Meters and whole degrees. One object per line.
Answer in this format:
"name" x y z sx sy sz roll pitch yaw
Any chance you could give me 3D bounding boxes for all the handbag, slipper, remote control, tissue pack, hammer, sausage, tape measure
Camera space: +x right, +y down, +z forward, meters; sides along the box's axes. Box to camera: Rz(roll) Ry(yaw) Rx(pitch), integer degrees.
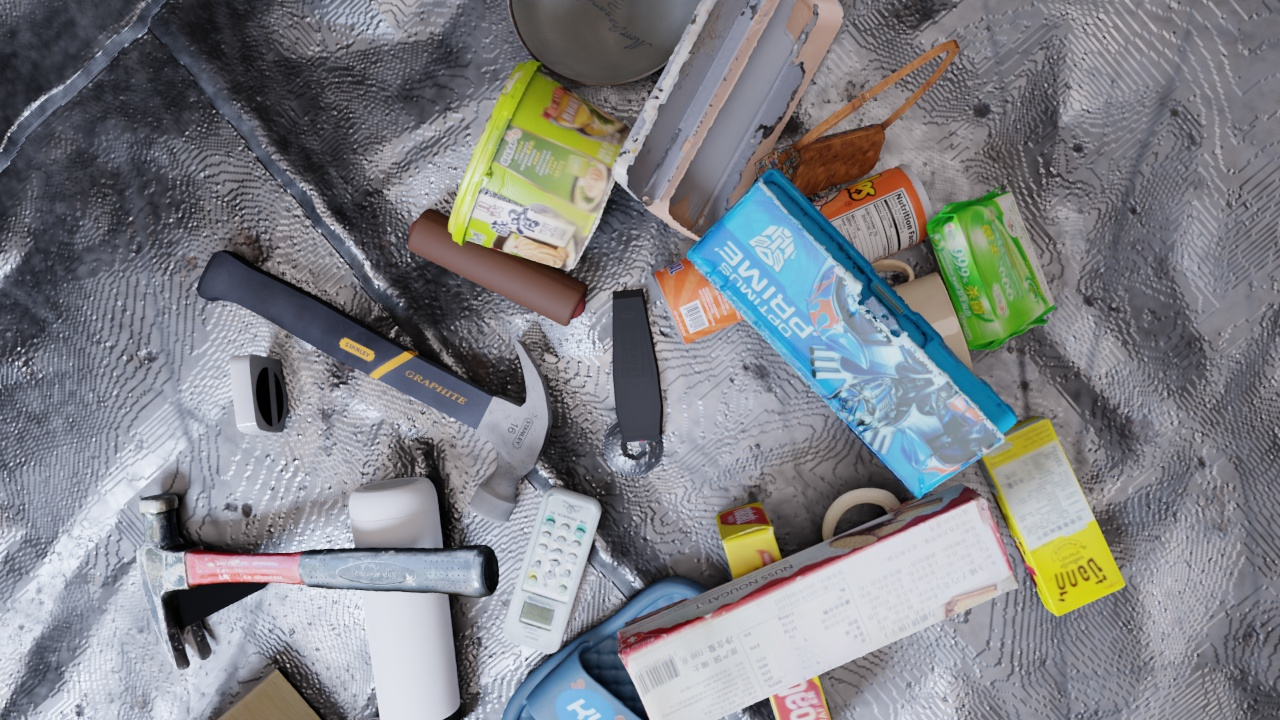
"handbag" 0.160 -0.163 0.644 0.093 0.196 0.043 -19 84 -25
"slipper" -0.018 0.264 0.738 0.214 0.059 0.104 -41 92 2
"remote control" -0.004 0.004 0.750 0.039 0.010 0.124 -6 91 3
"tissue pack" 0.267 -0.070 0.696 0.099 0.034 0.114 -22 90 -40
"hammer" -0.255 0.169 0.706 0.327 0.036 0.140 -5 93 21
"sausage" -0.115 -0.075 0.738 0.155 0.040 0.040 26 93 1
"tape measure" -0.305 0.027 0.737 0.017 0.064 0.065 -7 85 2
"hammer" -0.218 0.002 0.748 0.312 0.035 0.139 27 91 1
"remote control" -0.072 0.171 0.753 0.050 0.022 0.133 17 93 1

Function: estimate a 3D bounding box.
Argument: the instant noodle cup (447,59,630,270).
"instant noodle cup" -0.072 -0.138 0.686 0.098 0.146 0.146 24 93 -10

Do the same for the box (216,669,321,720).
"box" -0.275 0.394 0.719 0.148 0.141 0.248 -41 90 -5

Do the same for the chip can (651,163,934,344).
"chip can" 0.117 -0.082 0.715 0.210 0.062 0.062 -24 91 3

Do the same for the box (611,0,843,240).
"box" 0.064 -0.203 0.675 0.063 0.157 0.216 31 94 23

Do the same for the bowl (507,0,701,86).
"bowl" -0.024 -0.277 0.715 0.151 0.057 0.150 0 88 3

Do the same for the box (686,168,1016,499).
"box" 0.143 -0.017 0.640 0.243 0.066 0.091 46 109 3

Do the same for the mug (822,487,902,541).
"mug" 0.188 0.152 0.712 0.097 0.081 0.122 -31 107 10

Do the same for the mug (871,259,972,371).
"mug" 0.187 -0.025 0.712 0.104 0.085 0.111 -20 63 13

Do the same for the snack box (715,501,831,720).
"snack box" 0.108 0.217 0.713 0.042 0.092 0.200 -17 91 3

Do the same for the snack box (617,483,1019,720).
"snack box" 0.122 0.173 0.644 0.273 0.044 0.076 -23 98 -1

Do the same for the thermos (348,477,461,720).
"thermos" -0.202 0.214 0.741 0.101 0.068 0.230 -6 93 11

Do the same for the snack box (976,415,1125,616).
"snack box" 0.325 0.124 0.733 0.061 0.025 0.149 -25 91 3
